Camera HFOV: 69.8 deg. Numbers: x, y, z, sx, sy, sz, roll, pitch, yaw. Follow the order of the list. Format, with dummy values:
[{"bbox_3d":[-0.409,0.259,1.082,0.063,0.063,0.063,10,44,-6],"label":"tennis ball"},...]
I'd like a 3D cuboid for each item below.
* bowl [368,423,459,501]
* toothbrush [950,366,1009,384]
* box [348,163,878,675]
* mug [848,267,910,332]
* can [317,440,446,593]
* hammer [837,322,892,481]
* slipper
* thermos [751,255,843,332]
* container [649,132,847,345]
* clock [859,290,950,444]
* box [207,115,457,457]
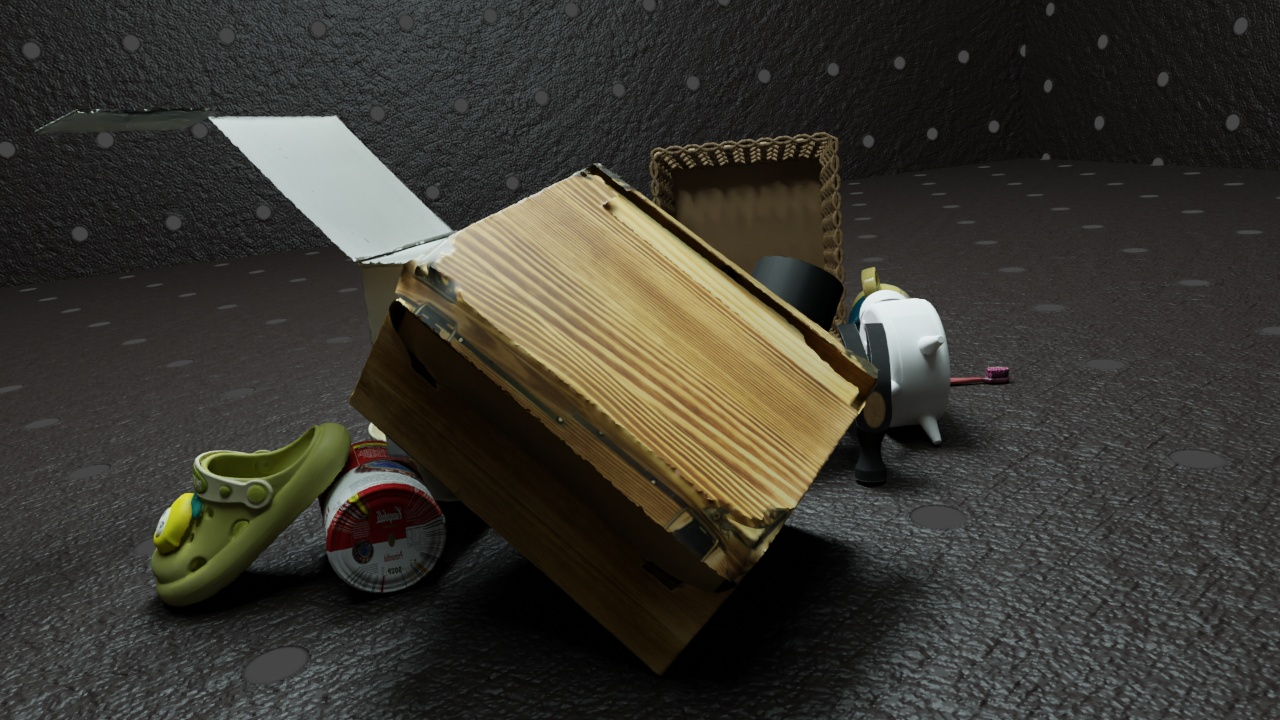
[{"bbox_3d":[-0.174,0.085,0.866,0.151,0.075,0.150,-4,15,1],"label":"bowl"},{"bbox_3d":[0.315,0.021,1.027,0.190,0.016,0.016,-4,17,6],"label":"toothbrush"},{"bbox_3d":[-0.014,0.026,0.636,0.279,0.168,0.244,40,33,10],"label":"box"},{"bbox_3d":[0.293,-0.056,1.132,0.083,0.113,0.107,-13,15,22],"label":"mug"},{"bbox_3d":[-0.209,0.121,0.731,0.086,0.087,0.116,-12,17,-20],"label":"can"},{"bbox_3d":[0.202,0.020,0.931,0.040,0.132,0.305,-2,7,2],"label":"hammer"},{"bbox_3d":[-0.313,0.107,0.711,0.190,0.081,0.091,-41,26,-2],"label":"slipper"},{"bbox_3d":[0.115,0.012,0.847,0.086,0.198,0.086,20,-11,4],"label":"thermos"},{"bbox_3d":[0.140,-0.144,1.183,0.220,0.251,0.214,-3,6,8],"label":"container"},{"bbox_3d":[0.252,0.002,0.916,0.073,0.125,0.160,-6,22,0],"label":"clock"},{"bbox_3d":[-0.224,-0.153,0.755,0.119,0.478,0.166,-23,7,21],"label":"box"}]
